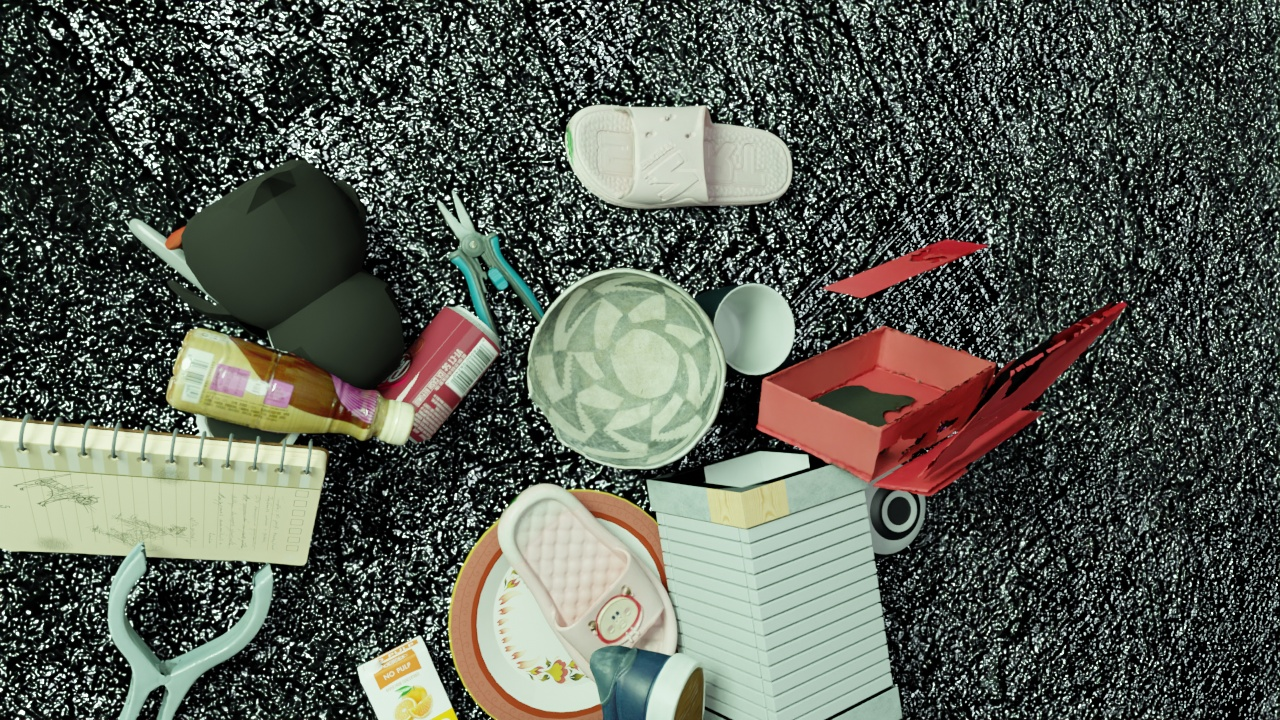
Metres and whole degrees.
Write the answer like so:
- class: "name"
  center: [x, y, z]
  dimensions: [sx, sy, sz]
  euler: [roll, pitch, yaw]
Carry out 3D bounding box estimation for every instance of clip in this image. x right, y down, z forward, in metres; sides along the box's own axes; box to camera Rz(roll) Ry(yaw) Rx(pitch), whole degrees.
- class: "clip"
  center: [-0.387, 0.208, 0.708]
  dimensions: [0.159, 0.030, 0.173]
  euler: [39, 82, -30]

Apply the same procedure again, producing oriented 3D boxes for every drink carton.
- class: "drink carton"
  center: [-0.195, 0.306, 0.798]
  dimensions: [0.058, 0.040, 0.122]
  euler: [-24, 99, -19]

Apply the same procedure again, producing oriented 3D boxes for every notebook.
- class: "notebook"
  center: [-0.357, 0.102, 0.680]
  dimensions: [0.225, 0.168, 0.024]
  euler: [8, 49, -21]

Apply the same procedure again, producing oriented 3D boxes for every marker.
- class: "marker"
  center: [-0.358, -0.064, 0.749]
  dimensions: [0.138, 0.016, 0.022]
  euler: [41, 100, -15]

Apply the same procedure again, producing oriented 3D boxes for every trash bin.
- class: "trash bin"
  center: [0.122, 0.220, 0.851]
  dimensions: [0.142, 0.143, 0.247]
  euler: [-11, 94, -32]

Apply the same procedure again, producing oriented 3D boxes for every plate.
- class: "plate"
  center: [-0.065, 0.234, 0.857]
  dimensions: [0.229, 0.021, 0.230]
  euler: [0, 90, -21]

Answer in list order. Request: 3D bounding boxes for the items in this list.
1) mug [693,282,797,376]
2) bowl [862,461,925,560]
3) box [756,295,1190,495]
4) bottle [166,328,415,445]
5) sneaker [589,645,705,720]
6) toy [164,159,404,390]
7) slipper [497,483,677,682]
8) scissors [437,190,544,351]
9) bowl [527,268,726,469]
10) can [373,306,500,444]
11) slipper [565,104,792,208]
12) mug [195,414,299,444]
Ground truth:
- class: "mug"
  center: [0.101, -0.019, 0.881]
  dimensions: [0.121, 0.095, 0.085]
  euler: [33, 79, -18]
- class: "bowl"
  center: [0.249, 0.151, 0.953]
  dimensions: [0.120, 0.066, 0.120]
  euler: [0, 90, -21]
- class: "box"
  center: [0.282, 0.036, 0.798]
  dimensions: [0.210, 0.319, 0.121]
  euler: [-20, 100, -39]
- class: "bottle"
  center: [-0.249, 0.027, 0.668]
  dimensions: [0.166, 0.060, 0.059]
  euler: [18, 84, -21]
- class: "sneaker"
  center: [-0.017, 0.374, 0.826]
  dimensions: [0.120, 0.127, 0.295]
  euler: [-41, 137, -54]
- class: "toy"
  center: [-0.256, -0.055, 0.718]
  dimensions: [0.158, 0.140, 0.184]
  euler: [-41, 108, -28]
- class: "slipper"
  center: [-0.042, 0.204, 0.823]
  dimensions: [0.106, 0.056, 0.221]
  euler: [-40, 105, -18]
- class: "scissors"
  center: [-0.135, -0.076, 0.831]
  dimensions: [0.148, 0.019, 0.123]
  euler: [24, 86, -14]
- class: "bowl"
  center: [-0.005, 0.005, 0.835]
  dimensions: [0.178, 0.081, 0.178]
  euler: [3, 100, 15]
- class: "can"
  center: [-0.177, 0.012, 0.792]
  dimensions: [0.063, 0.063, 0.114]
  euler: [42, 76, -16]
- class: "slipper"
  center: [0.048, -0.193, 0.877]
  dimensions: [0.239, 0.064, 0.094]
  euler: [0, 90, -22]
- class: "mug"
  center: [-0.319, 0.049, 0.723]
  dimensions: [0.105, 0.090, 0.073]
  euler: [-34, 102, -18]
